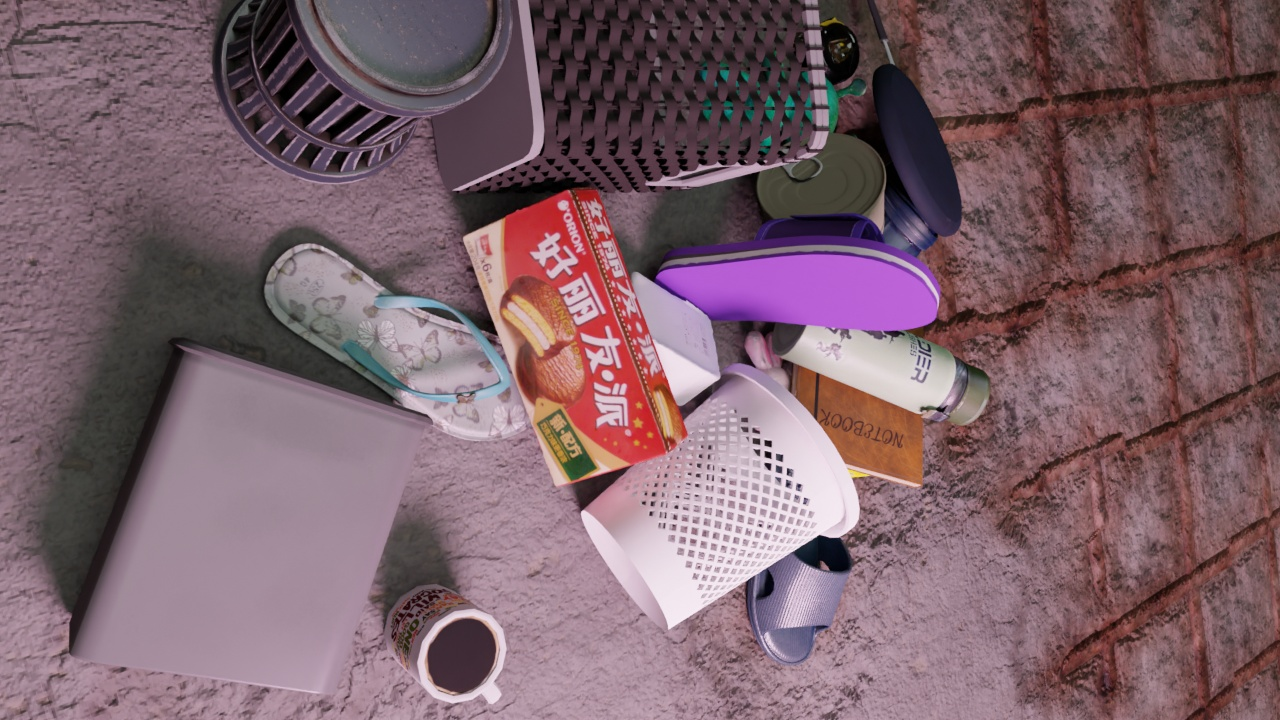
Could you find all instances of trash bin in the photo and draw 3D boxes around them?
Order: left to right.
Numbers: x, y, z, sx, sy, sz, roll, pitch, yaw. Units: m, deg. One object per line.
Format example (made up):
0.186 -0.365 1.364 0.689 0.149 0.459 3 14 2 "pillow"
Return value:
-0.288 0.116 0.689 0.191 0.098 0.219 22 81 -31 "trash bin"
-0.199 -0.226 0.655 0.164 0.228 0.164 -1 92 -32 "trash bin"
0.063 0.138 0.867 0.199 0.196 0.195 -34 109 -17 "trash bin"

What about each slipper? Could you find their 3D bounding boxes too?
-0.187 -0.004 0.774 0.268 0.055 0.098 30 78 -28 "slipper"
0.147 -0.095 0.868 0.107 0.267 0.083 55 46 -45 "slipper"
0.179 0.204 0.991 0.101 0.083 0.263 4 89 -30 "slipper"
0.275 -0.153 1.014 0.105 0.095 0.252 45 56 -12 "slipper"

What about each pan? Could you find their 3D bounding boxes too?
0.288 -0.305 1.015 0.198 0.021 0.356 6 67 -55 "pan"

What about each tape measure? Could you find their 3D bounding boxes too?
0.207 -0.340 1.016 0.072 0.042 0.071 -38 107 -28 "tape measure"

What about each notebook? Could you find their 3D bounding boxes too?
0.233 -0.001 1.001 0.178 0.014 0.248 16 65 -18 "notebook"

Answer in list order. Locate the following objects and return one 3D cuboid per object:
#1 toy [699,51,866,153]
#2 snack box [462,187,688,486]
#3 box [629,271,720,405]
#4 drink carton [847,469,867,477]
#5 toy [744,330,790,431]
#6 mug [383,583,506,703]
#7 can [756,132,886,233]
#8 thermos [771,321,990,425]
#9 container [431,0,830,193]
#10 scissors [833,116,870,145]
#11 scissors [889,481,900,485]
0.150 -0.268 0.969 0.193 0.072 0.130 3 95 -23 "toy"
-0.055 -0.019 0.794 0.060 0.113 0.236 -29 100 -67 "snack box"
-0.007 0.014 0.883 0.108 0.137 0.128 27 37 -28 "box"
0.265 0.066 1.038 0.043 0.059 0.134 38 59 -27 "drink carton"
0.137 0.022 0.980 0.063 0.047 0.110 -6 89 -43 "toy"
-0.158 0.247 0.776 0.073 0.090 0.105 -42 112 -24 "mug"
0.188 -0.163 0.949 0.127 0.128 0.073 -55 152 -18 "can"
0.254 0.004 0.953 0.231 0.082 0.082 22 80 -16 "thermos"
-0.029 -0.268 0.755 0.243 0.248 0.245 -10 97 -28 "container"
0.215 -0.216 1.036 0.156 0.019 0.124 -29 110 -30 "scissors"
0.303 0.076 1.105 0.157 0.013 0.162 -34 108 -29 "scissors"
